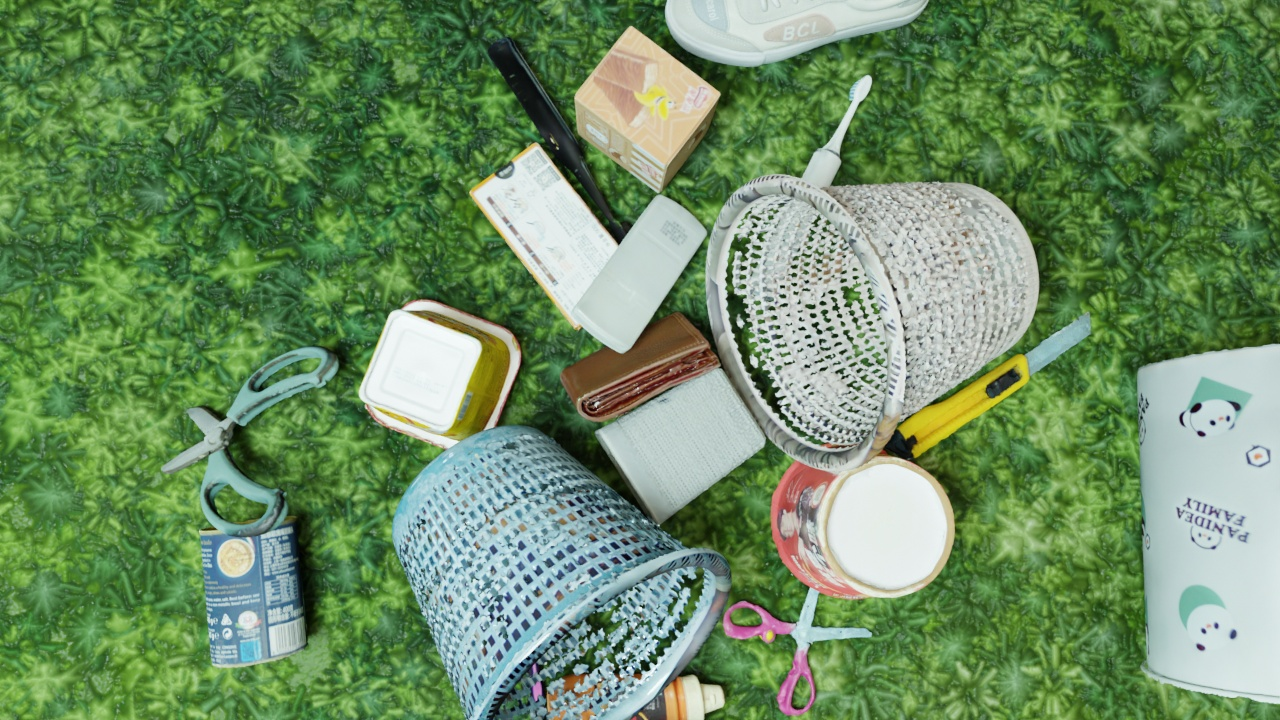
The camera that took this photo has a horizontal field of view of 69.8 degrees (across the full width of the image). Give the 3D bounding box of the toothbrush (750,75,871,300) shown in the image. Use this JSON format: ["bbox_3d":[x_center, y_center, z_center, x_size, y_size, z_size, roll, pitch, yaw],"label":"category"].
[{"bbox_3d":[0.154,-0.156,0.816,0.026,0.026,0.221,29,86,-26],"label":"toothbrush"}]

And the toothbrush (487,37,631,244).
[{"bbox_3d":[-0.067,-0.191,0.812,0.026,0.027,0.212,-34,90,40],"label":"toothbrush"}]

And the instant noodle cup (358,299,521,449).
[{"bbox_3d":[-0.168,0.011,0.747,0.116,0.124,0.116,21,87,-1],"label":"instant noodle cup"}]

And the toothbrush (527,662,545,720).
[{"bbox_3d":[-0.090,0.277,0.792,0.014,0.018,0.189,-8,84,-4],"label":"toothbrush"}]

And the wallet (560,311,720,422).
[{"bbox_3d":[-0.005,0.004,0.767,0.124,0.101,0.032,-25,112,-4],"label":"wallet"}]

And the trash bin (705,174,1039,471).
[{"bbox_3d":[0.190,-0.050,0.722,0.191,0.228,0.227,-18,87,-25],"label":"trash bin"}]

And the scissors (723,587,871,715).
[{"bbox_3d":[0.137,0.245,0.800,0.133,0.017,0.136,2,83,-6],"label":"scissors"}]

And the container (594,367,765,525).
[{"bbox_3d":[0.034,0.068,0.770,0.114,0.090,0.090,-32,89,-7],"label":"container"}]

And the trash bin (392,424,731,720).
[{"bbox_3d":[-0.077,0.162,0.693,0.226,0.226,0.195,-42,57,-4],"label":"trash bin"}]

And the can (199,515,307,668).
[{"bbox_3d":[-0.317,0.189,0.755,0.075,0.075,0.111,-6,87,-3],"label":"can"}]

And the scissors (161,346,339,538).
[{"bbox_3d":[-0.309,0.064,0.754,0.174,0.019,0.170,-37,54,-9],"label":"scissors"}]

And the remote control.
[{"bbox_3d":[0.001,-0.076,0.781,0.058,0.021,0.149,38,61,-7],"label":"remote control"}]

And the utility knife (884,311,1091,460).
[{"bbox_3d":[0.314,0.021,0.813,0.230,0.015,0.033,-32,94,-8],"label":"utility knife"}]

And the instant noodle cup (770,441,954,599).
[{"bbox_3d":[0.184,0.134,0.756,0.138,0.108,0.138,0,84,-3],"label":"instant noodle cup"}]

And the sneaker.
[{"bbox_3d":[0.143,-0.319,0.793,0.242,0.091,0.089,-10,86,-2],"label":"sneaker"}]

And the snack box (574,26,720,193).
[{"bbox_3d":[0.004,-0.210,0.780,0.094,0.093,0.077,37,86,1],"label":"snack box"}]

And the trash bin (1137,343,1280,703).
[{"bbox_3d":[0.509,0.121,0.724,0.229,0.230,0.251,-3,82,-2],"label":"trash bin"}]

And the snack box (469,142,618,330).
[{"bbox_3d":[-0.074,-0.108,0.805,0.075,0.026,0.153,-38,89,-4],"label":"snack box"}]

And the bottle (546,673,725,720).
[{"bbox_3d":[-0.002,0.292,0.772,0.149,0.067,0.066,-4,87,-9],"label":"bottle"}]
